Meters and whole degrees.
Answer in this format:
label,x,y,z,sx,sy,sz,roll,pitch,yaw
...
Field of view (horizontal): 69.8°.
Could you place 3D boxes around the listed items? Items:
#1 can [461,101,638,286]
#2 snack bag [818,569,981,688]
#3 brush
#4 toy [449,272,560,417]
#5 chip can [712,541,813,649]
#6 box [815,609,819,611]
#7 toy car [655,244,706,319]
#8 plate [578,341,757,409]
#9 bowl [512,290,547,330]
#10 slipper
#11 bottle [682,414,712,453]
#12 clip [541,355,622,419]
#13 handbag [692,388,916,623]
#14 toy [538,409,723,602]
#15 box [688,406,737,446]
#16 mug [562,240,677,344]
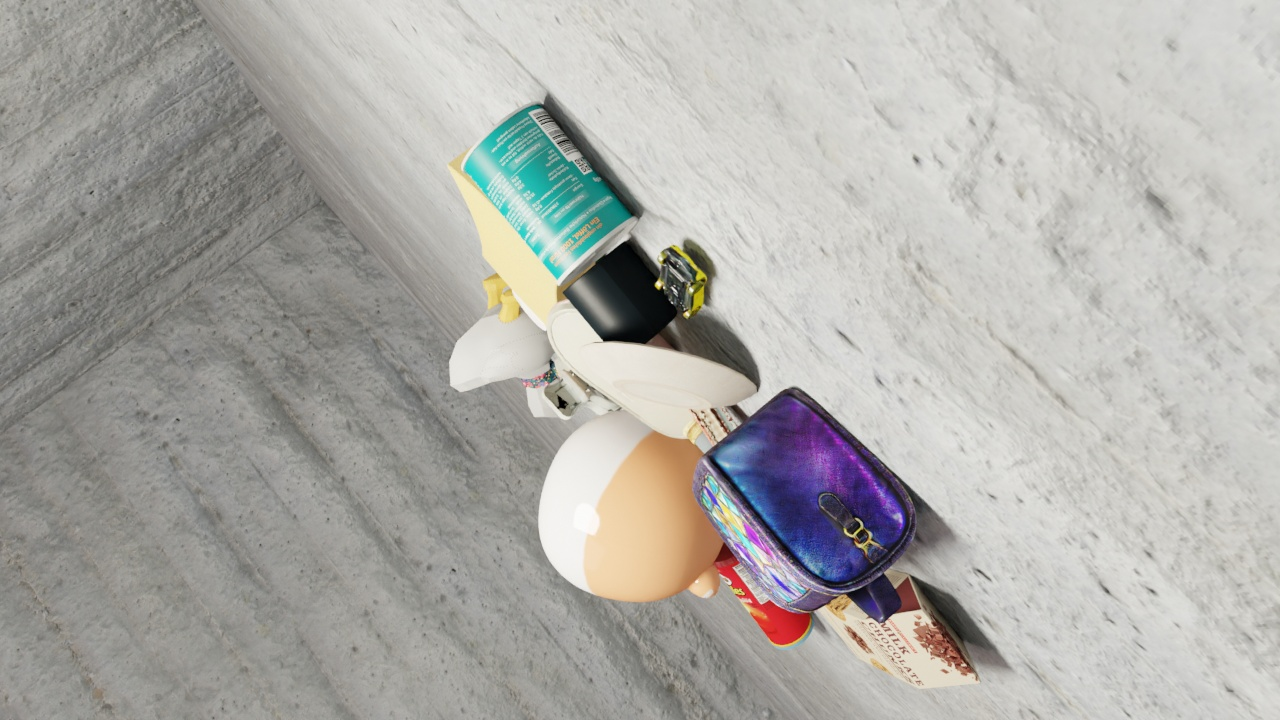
label,x,y,z,sx,sy,sz,roll,pitch,yaw
can,-0.086,-0.158,0.876,0.144,0.099,0.099,50,167,-2
snack bag,0.276,0.283,0.982,0.094,0.069,0.206,51,167,-5
brush,-0.121,-0.137,1.103,0.195,0.075,0.250,46,166,17
toy,-0.197,-0.009,1.504,0.141,0.246,0.268,34,138,51
chip can,0.187,0.353,1.438,0.213,0.087,0.087,54,166,-23
box,0.233,0.287,1.226,0.159,0.035,0.230,37,163,37
toy car,0.040,-0.074,0.849,0.049,0.030,0.107,48,169,12
plate,0.025,0.023,0.950,0.189,0.027,0.189,13,167,3
bowl,-0.134,-0.091,1.304,0.115,0.062,0.115,47,167,14
slipper,-0.006,0.006,1.095,0.114,0.054,0.274,-15,136,35
bottle,0.116,0.128,1.070,0.161,0.072,0.046,45,169,20
clip,-0.082,0.035,1.356,0.125,0.147,0.082,46,126,7
handbag,0.162,0.157,0.880,0.222,0.125,0.205,49,167,16
toy,0.002,0.207,1.283,0.281,0.263,0.265,22,-163,27
box,0.109,0.113,1.028,0.186,0.053,0.058,58,151,21
mug,-0.016,-0.066,0.973,0.094,0.085,0.121,51,-165,-5
